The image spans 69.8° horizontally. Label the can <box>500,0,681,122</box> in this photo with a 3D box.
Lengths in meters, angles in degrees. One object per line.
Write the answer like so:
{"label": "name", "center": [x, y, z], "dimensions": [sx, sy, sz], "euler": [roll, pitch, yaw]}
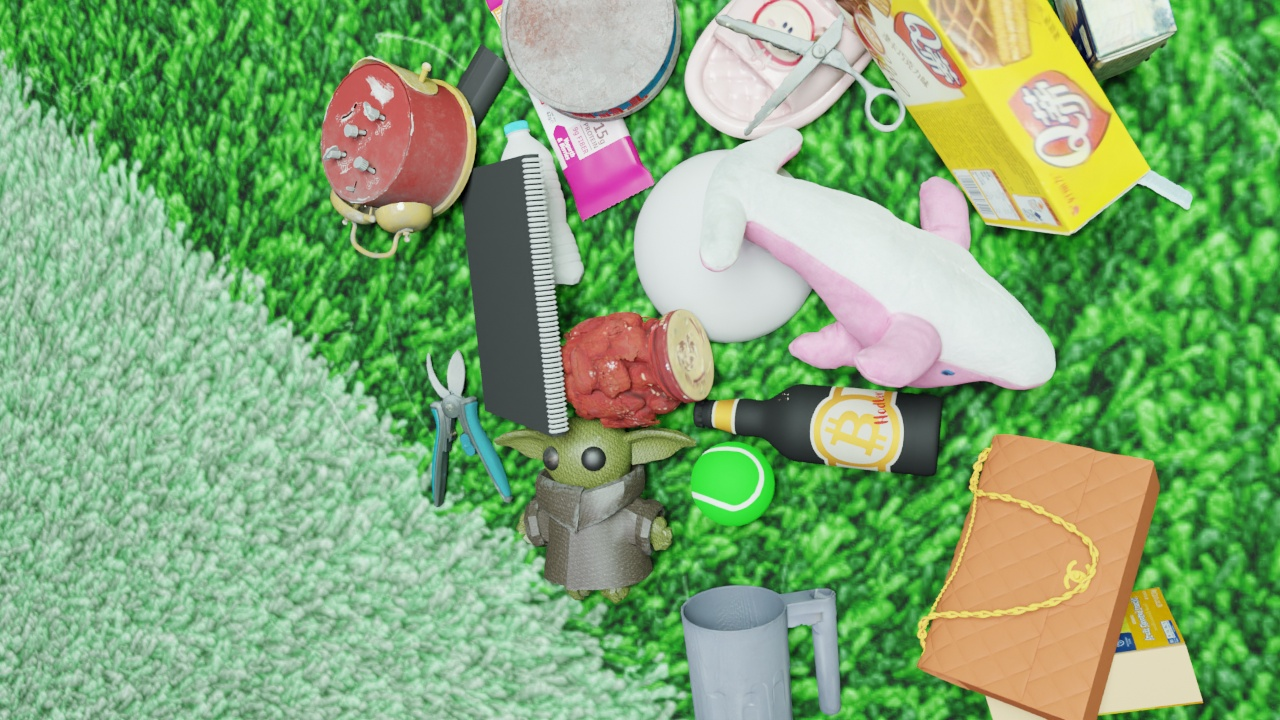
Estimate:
{"label": "can", "center": [-0.036, -0.249, 0.689], "dimensions": [0.130, 0.044, 0.130], "euler": [1, 96, 10]}

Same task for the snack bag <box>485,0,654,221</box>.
{"label": "snack bag", "center": [-0.058, -0.216, 0.731], "dimensions": [0.070, 0.016, 0.196], "euler": [-23, 91, 21]}

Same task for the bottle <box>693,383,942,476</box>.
{"label": "bottle", "center": [0.129, 0.048, 0.688], "dimensions": [0.182, 0.059, 0.059], "euler": [5, 101, 19]}

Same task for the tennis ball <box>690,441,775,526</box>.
{"label": "tennis ball", "center": [0.072, 0.096, 0.715], "dimensions": [0.065, 0.065, 0.065], "euler": [4, 101, 19]}

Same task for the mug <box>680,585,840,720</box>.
{"label": "mug", "center": [0.099, 0.241, 0.733], "dimensions": [0.124, 0.084, 0.104], "euler": [-7, 99, -6]}

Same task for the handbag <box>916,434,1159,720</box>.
{"label": "handbag", "center": [0.259, 0.137, 0.605], "dimensions": [0.109, 0.060, 0.171], "euler": [11, 70, 40]}

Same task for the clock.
{"label": "clock", "center": [-0.207, -0.162, 0.741], "dimensions": [0.117, 0.081, 0.159], "euler": [18, 99, 34]}

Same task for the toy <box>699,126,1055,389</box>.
{"label": "toy", "center": [0.152, -0.044, 0.634], "dimensions": [0.265, 0.186, 0.128], "euler": [32, 143, -3]}

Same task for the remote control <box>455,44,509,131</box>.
{"label": "remote control", "center": [-0.158, -0.195, 0.772], "dimensions": [0.033, 0.015, 0.147], "euler": [40, 111, 9]}

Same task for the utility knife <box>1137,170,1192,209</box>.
{"label": "utility knife", "center": [0.293, -0.148, 0.614], "dimensions": [0.165, 0.015, 0.022], "euler": [35, 111, 13]}

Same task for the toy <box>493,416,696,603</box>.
{"label": "toy", "center": [-0.040, 0.121, 0.754], "dimensions": [0.180, 0.078, 0.153], "euler": [-2, 98, 23]}

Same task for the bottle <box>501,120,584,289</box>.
{"label": "bottle", "center": [-0.082, -0.125, 0.742], "dimensions": [0.044, 0.044, 0.136], "euler": [-14, 95, 22]}

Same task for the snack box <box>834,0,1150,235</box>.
{"label": "snack box", "center": [0.196, -0.186, 0.554], "dimensions": [0.062, 0.110, 0.230], "euler": [-39, 103, 3]}

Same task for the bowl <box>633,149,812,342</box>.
{"label": "bowl", "center": [0.060, -0.084, 0.697], "dimensions": [0.150, 0.043, 0.149], "euler": [4, 101, 20]}

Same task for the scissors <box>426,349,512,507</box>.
{"label": "scissors", "center": [-0.165, 0.072, 0.822], "dimensions": [0.125, 0.019, 0.155], "euler": [-45, 78, 25]}

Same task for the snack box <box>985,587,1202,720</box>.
{"label": "snack box", "center": [0.305, 0.205, 0.637], "dimensions": [0.126, 0.088, 0.040], "euler": [-17, 94, 22]}

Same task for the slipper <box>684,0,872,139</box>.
{"label": "slipper", "center": [0.126, -0.245, 0.637], "dimensions": [0.222, 0.055, 0.107], "euler": [-43, 86, 21]}

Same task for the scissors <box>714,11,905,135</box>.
{"label": "scissors", "center": [0.129, -0.214, 0.605], "dimensions": [0.141, 0.014, 0.175], "euler": [36, 98, -10]}

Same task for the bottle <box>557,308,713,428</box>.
{"label": "bottle", "center": [-0.004, 0.004, 0.709], "dimensions": [0.111, 0.098, 0.099], "euler": [-14, 95, 30]}

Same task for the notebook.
{"label": "notebook", "center": [-0.104, -0.052, 0.730], "dimensions": [0.149, 0.016, 0.207], "euler": [10, 108, 60]}

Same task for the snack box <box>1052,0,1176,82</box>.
{"label": "snack box", "center": [0.262, -0.243, 0.539], "dimensions": [0.043, 0.144, 0.145], "euler": [-16, 94, 24]}
